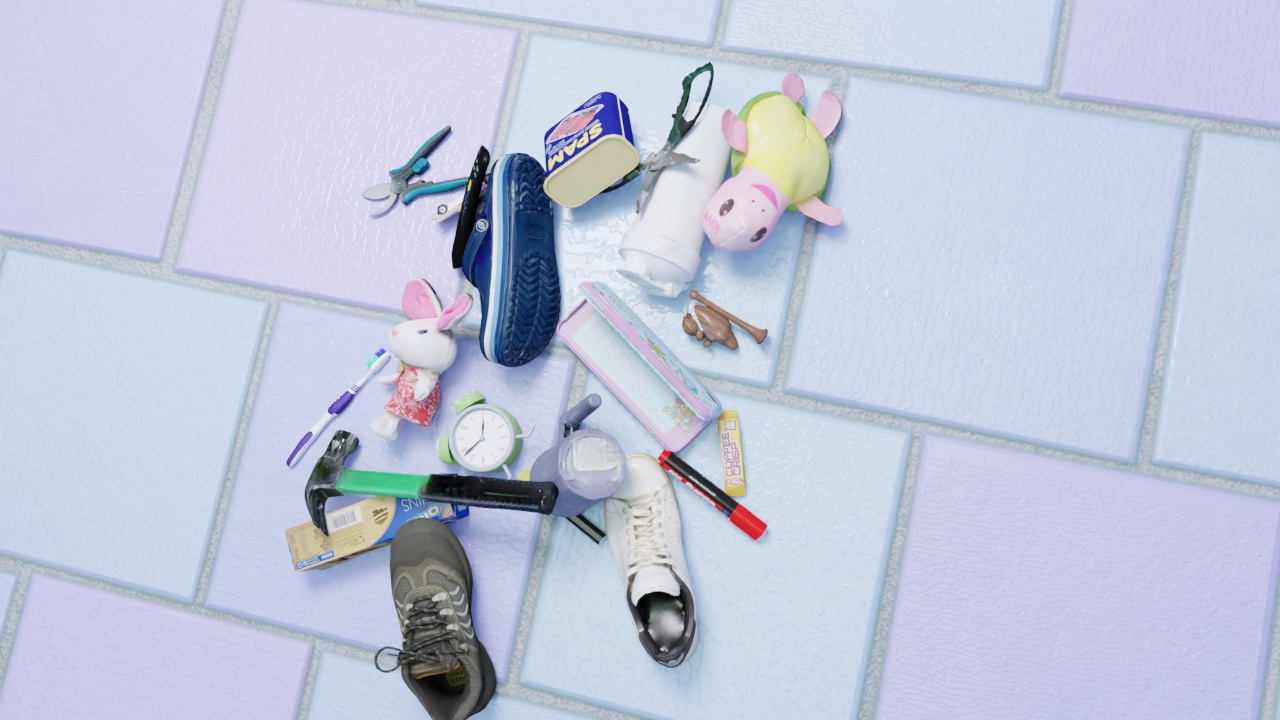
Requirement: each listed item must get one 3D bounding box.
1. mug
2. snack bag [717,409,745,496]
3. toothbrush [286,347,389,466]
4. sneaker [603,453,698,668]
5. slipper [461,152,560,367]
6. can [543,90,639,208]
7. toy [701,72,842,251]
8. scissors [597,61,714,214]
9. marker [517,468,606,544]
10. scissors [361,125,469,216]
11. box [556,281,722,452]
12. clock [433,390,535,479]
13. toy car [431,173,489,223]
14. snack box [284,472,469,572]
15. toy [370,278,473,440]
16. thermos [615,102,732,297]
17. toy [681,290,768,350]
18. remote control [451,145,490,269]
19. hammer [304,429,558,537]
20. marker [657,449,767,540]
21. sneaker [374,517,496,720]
[{"bbox_3d":[-0.069,0.106,1.028,0.083,0.104,0.123,10,69,-19],"label":"mug"},{"bbox_3d":[0.105,0.106,1.057,0.026,0.020,0.099,-5,82,8],"label":"snack bag"},{"bbox_3d":[-0.373,0.057,1.127,0.016,0.015,0.186,42,90,15],"label":"toothbrush"},{"bbox_3d":[0.008,0.222,1.014,0.089,0.102,0.241,-14,81,6],"label":"sneaker"},{"bbox_3d":[-0.156,-0.116,1.083,0.095,0.105,0.252,0,85,27],"label":"slipper"},{"bbox_3d":[-0.061,-0.248,1.072,0.116,0.056,0.092,-30,47,25],"label":"can"},{"bbox_3d":[0.154,-0.222,1.041,0.190,0.088,0.237,36,71,-25],"label":"toy"},{"bbox_3d":[0.005,-0.255,1.071,0.202,0.015,0.201,5,67,43],"label":"scissors"},{"bbox_3d":[-0.094,0.173,1.076,0.124,0.017,0.021,37,89,9],"label":"marker"},{"bbox_3d":[-0.271,-0.228,1.146,0.124,0.019,0.156,29,90,11],"label":"scissors"},{"bbox_3d":[-0.005,0.005,1.046,0.089,0.092,0.214,-44,80,0],"label":"box"},{"bbox_3d":[-0.190,0.090,1.086,0.119,0.042,0.094,25,86,9],"label":"clock"},{"bbox_3d":[-0.201,-0.196,1.126,0.113,0.039,0.039,-33,102,3],"label":"toy car"},{"bbox_3d":[-0.308,0.192,1.082,0.207,0.056,0.057,-20,80,5],"label":"snack box"},{"bbox_3d":[-0.262,0.000,1.084,0.159,0.084,0.194,24,93,50],"label":"toy"},{"bbox_3d":[0.049,-0.183,1.065,0.099,0.099,0.220,21,82,9],"label":"thermos"},{"bbox_3d":[0.091,-0.038,1.065,0.102,0.041,0.055,32,102,4],"label":"toy"},{"bbox_3d":[-0.201,-0.179,1.087,0.020,0.041,0.152,8,124,-20],"label":"remote control"},{"bbox_3d":[-0.239,0.143,1.021,0.319,0.032,0.130,1,49,23],"label":"hammer"},{"bbox_3d":[0.080,0.152,1.044,0.145,0.021,0.024,37,111,1],"label":"marker"},{"bbox_3d":[-0.234,0.299,0.997,0.101,0.143,0.238,-16,94,5],"label":"sneaker"}]
